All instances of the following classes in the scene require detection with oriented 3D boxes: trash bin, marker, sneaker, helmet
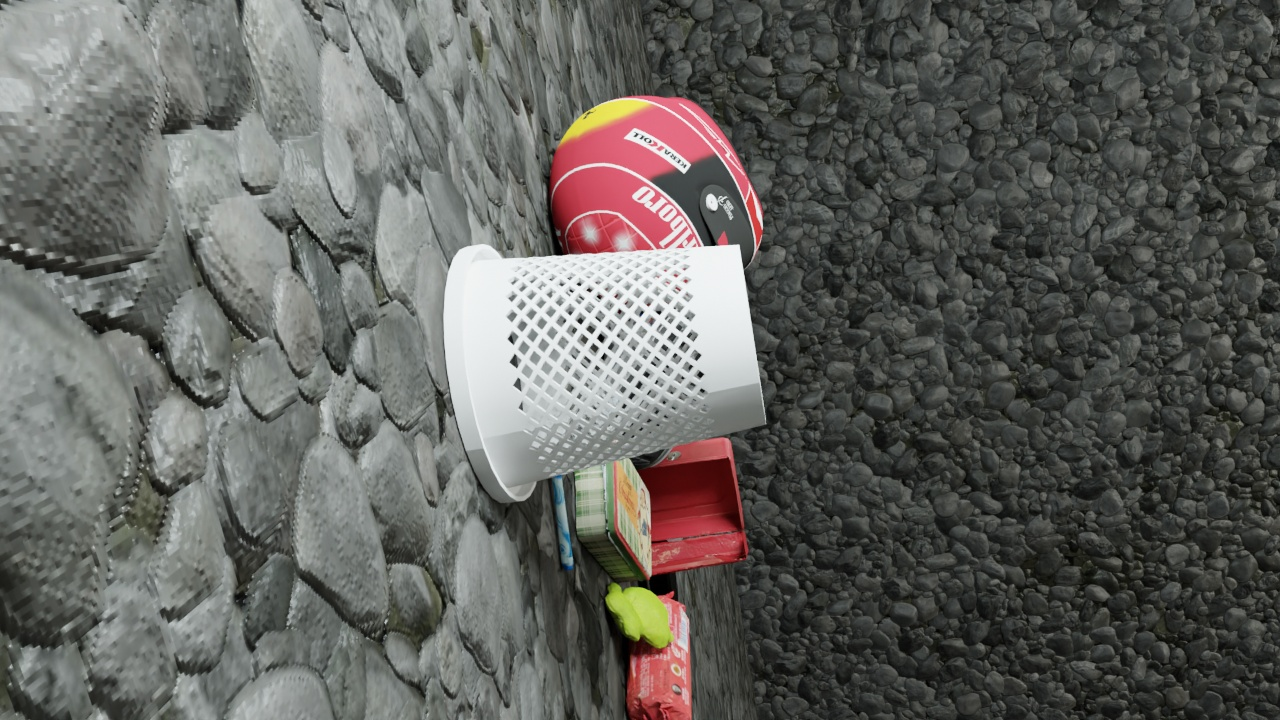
[{"bbox_3d":[-0.016,-0.004,0.683,0.195,0.200,0.195,-8,89,-83],"label":"trash bin"},{"bbox_3d":[-0.075,0.118,0.828,0.013,0.013,0.142,14,68,-82],"label":"marker"},{"bbox_3d":[0.022,-0.005,1.053,0.257,0.093,0.160,-58,-155,30],"label":"sneaker"},{"bbox_3d":[0.015,-0.161,1.036,0.271,0.198,0.224,51,44,-27],"label":"helmet"}]

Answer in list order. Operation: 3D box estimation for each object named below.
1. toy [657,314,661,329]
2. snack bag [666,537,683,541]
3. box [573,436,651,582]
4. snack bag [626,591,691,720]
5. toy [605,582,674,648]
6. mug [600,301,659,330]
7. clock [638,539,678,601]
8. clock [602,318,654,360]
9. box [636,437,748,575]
[{"bbox_3d":[-0.002,-0.081,1.352,0.055,0.106,0.088,-36,99,-44],"label":"toy"},{"bbox_3d":[0.054,0.219,1.463,0.041,0.078,0.224,38,20,-8],"label":"snack bag"},{"bbox_3d":[-0.027,0.167,1.008,0.206,0.050,0.117,67,15,-59],"label":"box"},{"bbox_3d":[0.019,0.349,1.055,0.176,0.082,0.082,-89,168,-52],"label":"snack bag"},{"bbox_3d":[-0.002,0.282,1.016,0.094,0.036,0.093,53,22,8],"label":"toy"},{"bbox_3d":[-0.024,-0.073,1.260,0.111,0.075,0.076,-38,122,-53],"label":"mug"},{"bbox_3d":[0.026,0.297,1.275,0.120,0.042,0.091,-28,109,-82],"label":"clock"},{"bbox_3d":[-0.007,0.007,1.219,0.094,0.035,0.123,-26,122,-47],"label":"clock"},{"bbox_3d":[0.049,0.183,1.167,0.152,0.157,0.165,61,20,-76],"label":"box"}]
